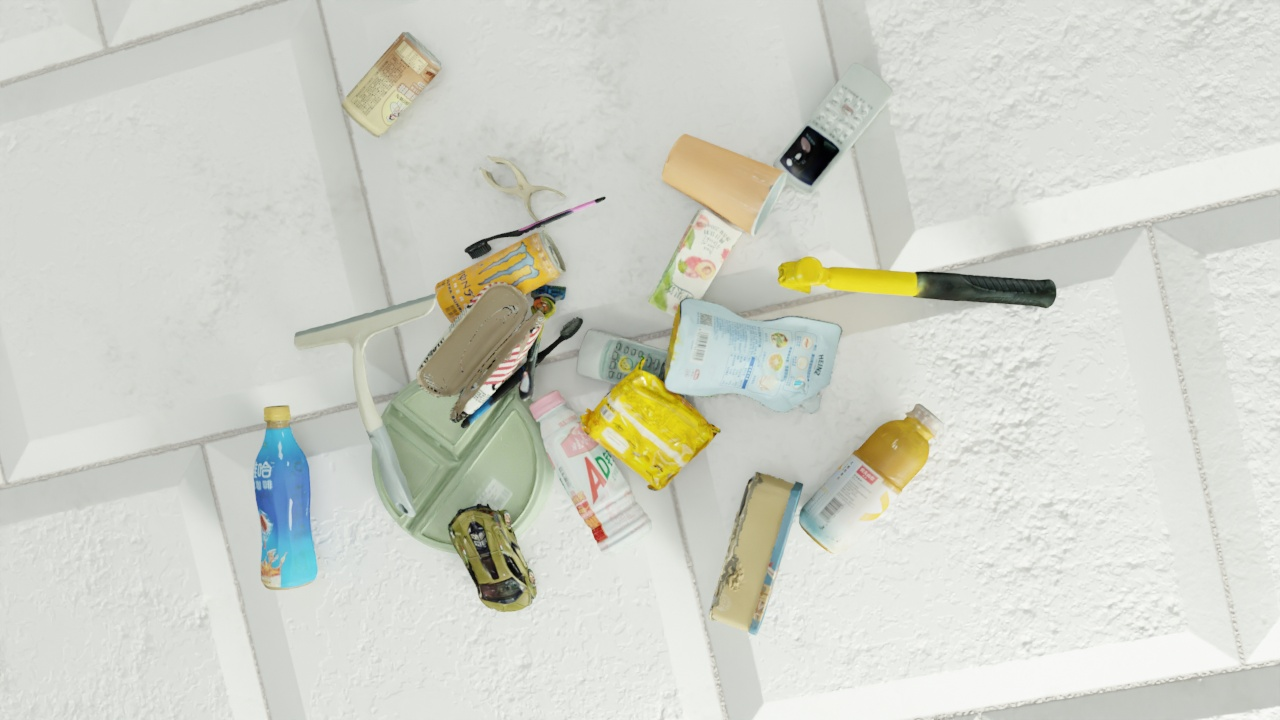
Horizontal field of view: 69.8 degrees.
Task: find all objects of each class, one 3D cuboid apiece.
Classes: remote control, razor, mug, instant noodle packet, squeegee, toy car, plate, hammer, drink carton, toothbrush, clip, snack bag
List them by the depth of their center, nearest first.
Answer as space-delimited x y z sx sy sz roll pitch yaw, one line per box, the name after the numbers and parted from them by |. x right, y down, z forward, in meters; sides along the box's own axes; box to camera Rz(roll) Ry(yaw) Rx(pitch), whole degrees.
0.295 -0.082 0.987 0.300 0.129 0.033 4 92 -4 | hammer
0.090 -0.200 1.019 0.123 0.078 0.078 28 96 11 | mug
0.213 -0.257 1.022 0.058 0.021 0.150 39 97 4 | remote control
0.126 -0.003 1.028 0.191 0.039 0.110 10 86 -9 | snack bag
0.059 -0.107 1.039 0.053 0.045 0.122 30 99 -8 | drink carton
0.009 0.073 1.046 0.128 0.044 0.111 43 102 -7 | instant noodle packet
-0.122 -0.153 1.059 0.189 0.014 0.018 -17 120 20 | toothbrush
-0.305 0.067 1.060 0.247 0.039 0.246 -10 95 33 | squeegee
-0.122 -0.023 1.061 0.043 0.022 0.142 7 77 15 | razor
-0.006 0.006 1.068 0.135 0.019 0.056 16 96 7 | remote control
-0.139 -0.202 1.068 0.100 0.034 0.072 37 96 0 | clip
-0.139 0.014 1.071 0.189 0.016 0.014 -42 80 -4 | toothbrush
-0.171 0.235 1.075 0.070 0.042 0.158 -18 114 8 | toy car
-0.217 0.122 1.100 0.230 0.027 0.230 1 94 8 | plate

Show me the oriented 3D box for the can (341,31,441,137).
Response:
-0.289 -0.321 1.068 0.116 0.058 0.058 -45 87 8 | can

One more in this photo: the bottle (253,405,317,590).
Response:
-0.432 0.164 1.113 0.065 0.065 0.218 -2 92 8 | bottle

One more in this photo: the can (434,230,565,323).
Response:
-0.163 -0.094 1.064 0.146 0.058 0.058 -26 89 8 | can

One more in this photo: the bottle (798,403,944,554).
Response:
0.257 0.129 1.015 0.068 0.068 0.189 41 97 4 | bottle

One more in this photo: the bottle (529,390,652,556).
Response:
-0.062 0.127 1.062 0.068 0.068 0.197 -32 84 8 | bottle

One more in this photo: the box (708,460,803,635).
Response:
0.131 0.207 1.026 0.062 0.089 0.184 19 97 13 | box

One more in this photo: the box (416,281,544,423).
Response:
-0.184 -0.011 1.034 0.086 0.075 0.162 38 103 -12 | box
